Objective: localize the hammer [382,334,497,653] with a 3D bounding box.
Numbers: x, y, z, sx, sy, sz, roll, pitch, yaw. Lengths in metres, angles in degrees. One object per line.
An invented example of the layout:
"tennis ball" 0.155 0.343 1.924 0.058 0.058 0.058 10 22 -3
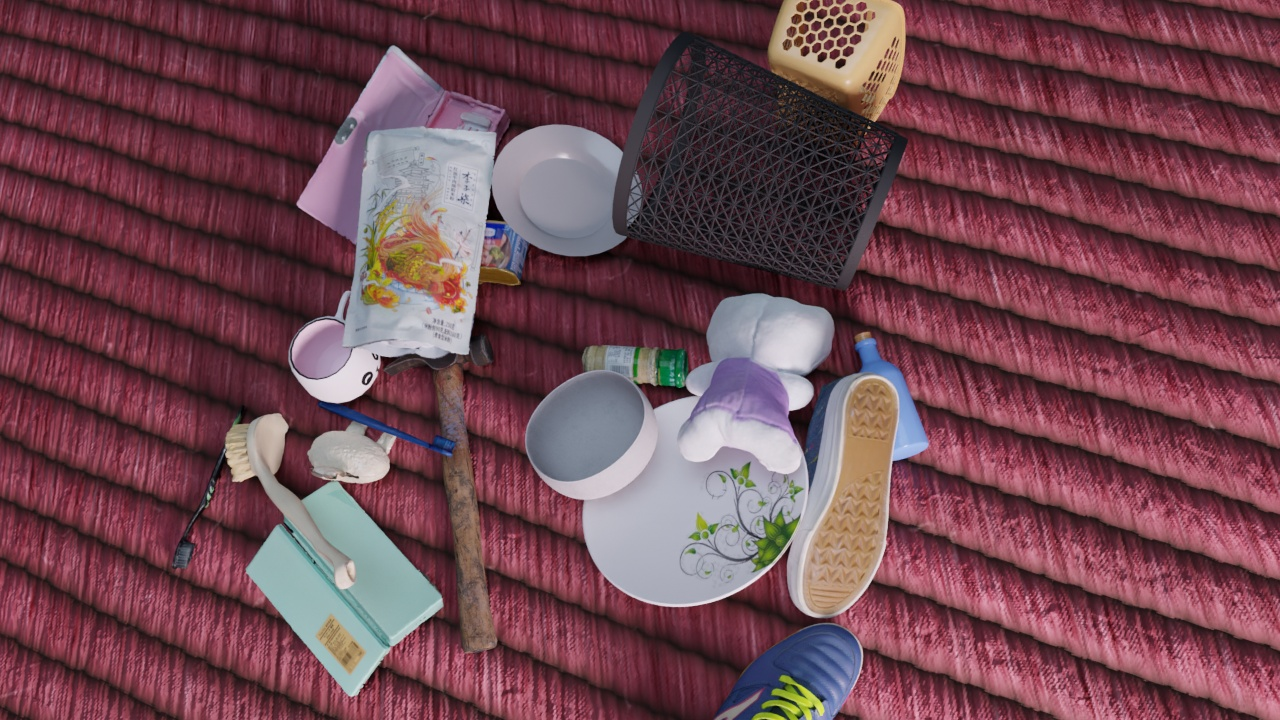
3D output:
"hammer" -0.196 0.136 0.958 0.120 0.033 0.329 -14 68 7

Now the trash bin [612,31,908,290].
"trash bin" 0.126 -0.190 0.945 0.243 0.217 0.216 22 74 9

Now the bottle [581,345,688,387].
"bottle" -0.006 0.006 0.971 0.110 0.043 0.042 3 70 11

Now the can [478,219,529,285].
"can" -0.179 -0.122 1.038 0.100 0.054 0.059 7 73 12

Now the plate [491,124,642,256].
"plate" -0.084 -0.191 1.047 0.172 0.019 0.172 5 67 -13

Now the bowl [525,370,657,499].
"bowl" -0.044 0.081 0.925 0.132 0.064 0.131 -14 49 17

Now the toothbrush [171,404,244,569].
"toothbrush" -0.468 0.137 1.005 0.017 0.014 0.187 16 72 0

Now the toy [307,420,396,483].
"toy" -0.309 0.103 0.970 0.087 0.050 0.112 16 38 9

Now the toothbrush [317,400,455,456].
"toothbrush" -0.272 0.068 0.977 0.190 0.016 0.017 15 77 28

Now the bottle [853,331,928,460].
"bottle" 0.243 0.032 0.920 0.048 0.048 0.131 -16 68 2

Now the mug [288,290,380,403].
"mug" -0.328 -0.015 1.007 0.090 0.076 0.123 7 71 11

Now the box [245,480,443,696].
"box" -0.307 0.226 0.932 0.187 0.056 0.137 39 73 20

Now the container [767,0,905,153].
"container" 0.220 -0.339 0.992 0.129 0.183 0.167 26 82 17

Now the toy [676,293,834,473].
"toy" 0.110 0.010 0.901 0.138 0.086 0.208 5 47 20

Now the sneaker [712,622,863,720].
"sneaker" 0.113 0.331 0.803 0.116 0.091 0.241 37 78 22

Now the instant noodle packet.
"instant noodle packet" -0.240 -0.136 0.994 0.147 0.057 0.268 2 72 -2

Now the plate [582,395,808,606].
"plate" 0.054 0.137 0.902 0.230 0.030 0.228 -13 50 16

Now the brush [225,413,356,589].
"brush" -0.351 0.140 0.922 0.077 0.062 0.272 -43 49 -10

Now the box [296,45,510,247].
"box" -0.275 -0.230 1.086 0.172 0.075 0.232 29 74 -11

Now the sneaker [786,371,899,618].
"sneaker" 0.188 0.126 0.884 0.087 0.079 0.235 14 87 -19
